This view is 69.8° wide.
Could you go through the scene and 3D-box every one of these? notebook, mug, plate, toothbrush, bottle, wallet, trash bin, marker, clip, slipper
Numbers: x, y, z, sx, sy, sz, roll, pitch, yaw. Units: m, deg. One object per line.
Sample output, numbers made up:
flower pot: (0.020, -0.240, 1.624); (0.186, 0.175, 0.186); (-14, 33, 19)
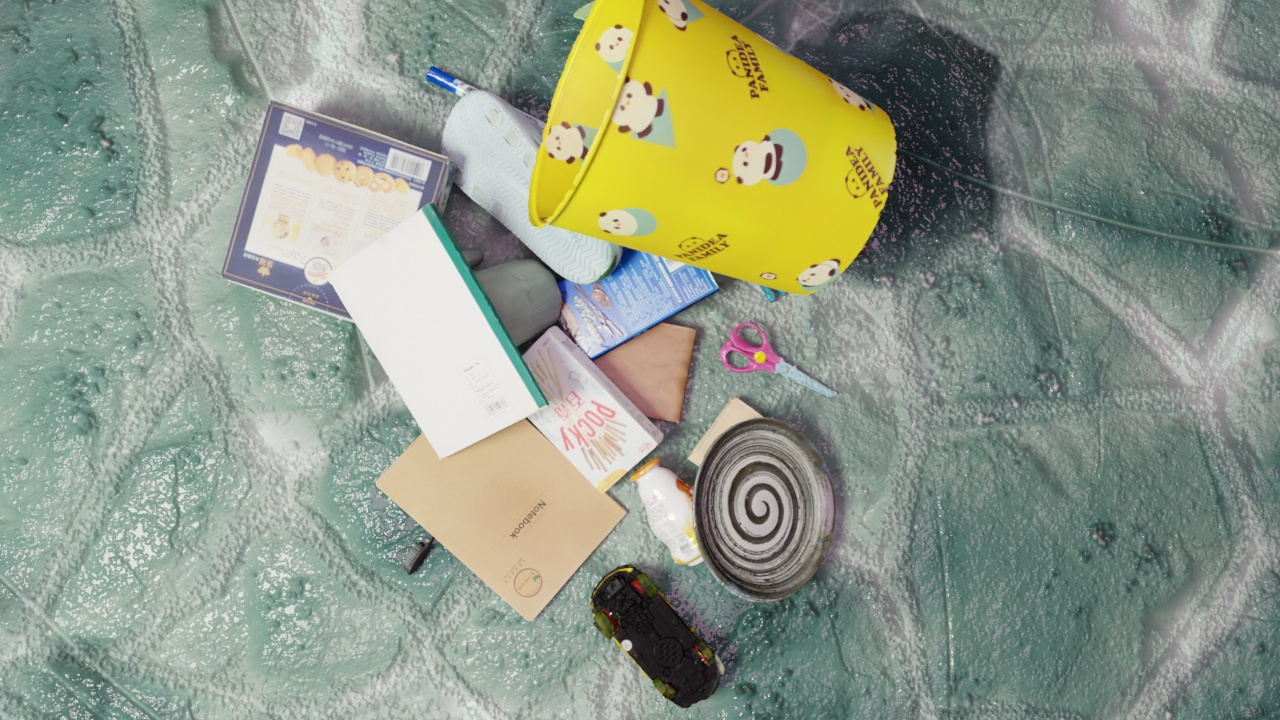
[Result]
notebook: (-0.137, 0.137, 0.917); (0.207, 0.008, 0.147); (43, 79, -4)
mug: (-0.151, -0.063, 0.890); (0.124, 0.103, 0.084); (40, 124, 13)
plate: (0.119, 0.146, 0.905); (0.179, 0.024, 0.179); (5, 80, -31)
toothbrush: (-0.187, 0.128, 0.921); (0.016, 0.014, 0.189); (25, 81, 22)
bottle: (0.035, 0.149, 0.916); (0.063, 0.063, 0.108); (-37, 90, -8)
wallet: (-0.006, 0.006, 0.949); (0.115, 0.020, 0.101); (12, 84, -2)
trash bin: (0.062, -0.182, 0.795); (0.255, 0.230, 0.229); (18, 83, -19)
marker: (-0.155, -0.268, 0.960); (0.146, 0.017, 0.017); (26, 82, -3)
clip: (0.133, -0.088, 0.974); (0.043, 0.014, 0.056); (-28, 86, -8)
slipper: (-0.102, -0.177, 0.913); (0.245, 0.104, 0.074); (46, 38, 13)
notebook: (-0.190, -0.021, 0.852); (0.151, 0.012, 0.209); (-26, 97, 31)
wallet: (0.119, 0.100, 0.951); (0.115, 0.024, 0.087); (37, 87, -1)

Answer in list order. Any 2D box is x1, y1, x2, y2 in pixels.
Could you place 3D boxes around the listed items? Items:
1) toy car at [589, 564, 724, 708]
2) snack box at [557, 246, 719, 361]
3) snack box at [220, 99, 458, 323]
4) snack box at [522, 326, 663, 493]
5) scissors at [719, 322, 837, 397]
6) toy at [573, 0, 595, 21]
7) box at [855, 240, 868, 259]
toy car: (0.014, 0.276, 0.912); (0.071, 0.041, 0.156); (-42, 88, -8)
snack box: (-0.009, -0.070, 0.920); (0.157, 0.026, 0.084); (-29, 86, 8)
snack box: (-0.294, -0.138, 0.901); (0.178, 0.045, 0.182); (19, 97, -3)
snack box: (-0.061, 0.050, 0.916); (0.157, 0.026, 0.085); (46, 113, 0)
scissors: (0.149, 0.007, 0.966); (0.133, 0.017, 0.057); (26, 97, -6)
toy: (0.020, -0.251, 0.935); (0.227, 0.090, 0.247); (-18, 94, 11)
box: (0.170, -0.176, 0.955); (0.091, 0.077, 0.168); (-15, 86, -8)
